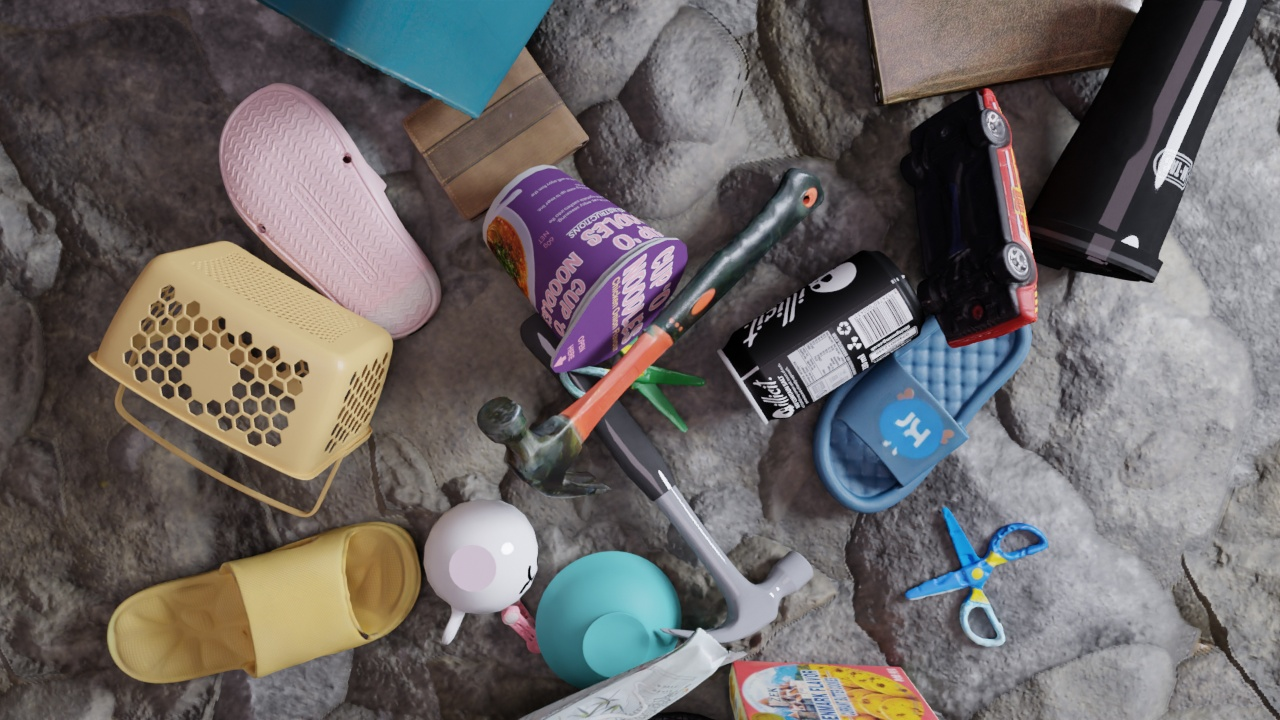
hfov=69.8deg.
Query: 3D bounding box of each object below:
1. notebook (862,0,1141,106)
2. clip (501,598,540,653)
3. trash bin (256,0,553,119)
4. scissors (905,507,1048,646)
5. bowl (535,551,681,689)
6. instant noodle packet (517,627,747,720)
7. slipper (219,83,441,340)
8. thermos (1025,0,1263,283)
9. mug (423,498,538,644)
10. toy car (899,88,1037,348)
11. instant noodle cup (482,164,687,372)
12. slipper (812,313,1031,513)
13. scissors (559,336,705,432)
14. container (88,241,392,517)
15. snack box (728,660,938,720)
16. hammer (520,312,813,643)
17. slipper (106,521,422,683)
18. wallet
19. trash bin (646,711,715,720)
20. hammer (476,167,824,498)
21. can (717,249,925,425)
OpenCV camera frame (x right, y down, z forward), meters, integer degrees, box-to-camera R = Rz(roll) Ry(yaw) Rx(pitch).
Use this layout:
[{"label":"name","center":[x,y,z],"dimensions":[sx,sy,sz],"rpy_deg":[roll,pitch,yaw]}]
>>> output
[{"label":"notebook","center":[0.287,-0.271,0.724],"dimensions":[0.215,0.034,0.190],"rpy_deg":[-10,94,2]},{"label":"clip","center":[-0.096,0.217,0.757],"dimensions":[0.023,0.050,0.058],"rpy_deg":[-35,78,6]},{"label":"trash bin","center":[-0.150,-0.313,0.646],"dimensions":[0.196,0.199,0.219],"rpy_deg":[34,101,24]},{"label":"scissors","center":[0.279,0.178,0.759],"dimensions":[0.125,0.013,0.129],"rpy_deg":[-18,90,1]},{"label":"bowl","center":[-0.022,0.219,0.738],"dimensions":[0.121,0.046,0.121],"rpy_deg":[-1,97,-9]},{"label":"instant noodle packet","center":[-0.047,0.286,0.708],"dimensions":[0.269,0.147,0.057],"rpy_deg":[-30,63,7]},{"label":"slipper","center":[-0.246,-0.112,0.733],"dimensions":[0.107,0.055,0.221],"rpy_deg":[-35,102,3]},{"label":"thermos","center":[0.368,-0.167,0.678],"dimensions":[0.106,0.105,0.219],"rpy_deg":[21,102,0]},{"label":"mug","center":[-0.133,0.171,0.733],"dimensions":[0.090,0.076,0.124],"rpy_deg":[23,93,0]},{"label":"toy car","center":[0.249,-0.107,0.691],"dimensions":[0.056,0.082,0.189],"rpy_deg":[5,72,-32]},{"label":"instant noodle cup","center":[-0.056,-0.076,0.697],"dimensions":[0.136,0.122,0.122],"rpy_deg":[-40,71,-19]},{"label":"slipper","center":[0.222,0.028,0.729],"dimensions":[0.104,0.059,0.214],"rpy_deg":[43,91,1]},{"label":"scissors","center":[-0.008,0.015,0.734],"dimensions":[0.116,0.012,0.129],"rpy_deg":[-38,86,-29]},{"label":"container","center":[-0.305,0.021,0.701],"dimensions":[0.183,0.129,0.167],"rpy_deg":[30,107,-1]},{"label":"snack box","center":[0.146,0.275,0.700],"dimensions":[0.145,0.142,0.040],"rpy_deg":[2,93,0]},{"label":"hammer","center":[0.003,0.090,0.738],"dimensions":[0.124,0.030,0.311],"rpy_deg":[-36,87,-20]},{"label":"slipper","center":[-0.307,0.206,0.739],"dimensions":[0.263,0.078,0.099],"rpy_deg":[-14,94,2]},{"label":"wallet","center":[-0.118,-0.185,0.741],"dimensions":[0.121,0.027,0.098],"rpy_deg":[-34,93,3]},{"label":"trash bin","center":[0.029,0.381,0.656],"dimensions":[0.217,0.243,0.217],"rpy_deg":[0,93,1]},{"label":"hammer","center":[0.028,-0.030,0.688],"dimensions":[0.332,0.133,0.033],"rpy_deg":[-46,48,-16]},{"label":"can","center":[0.140,-0.018,0.715],"dimensions":[0.146,0.080,0.080],"rpy_deg":[-33,92,4]}]
